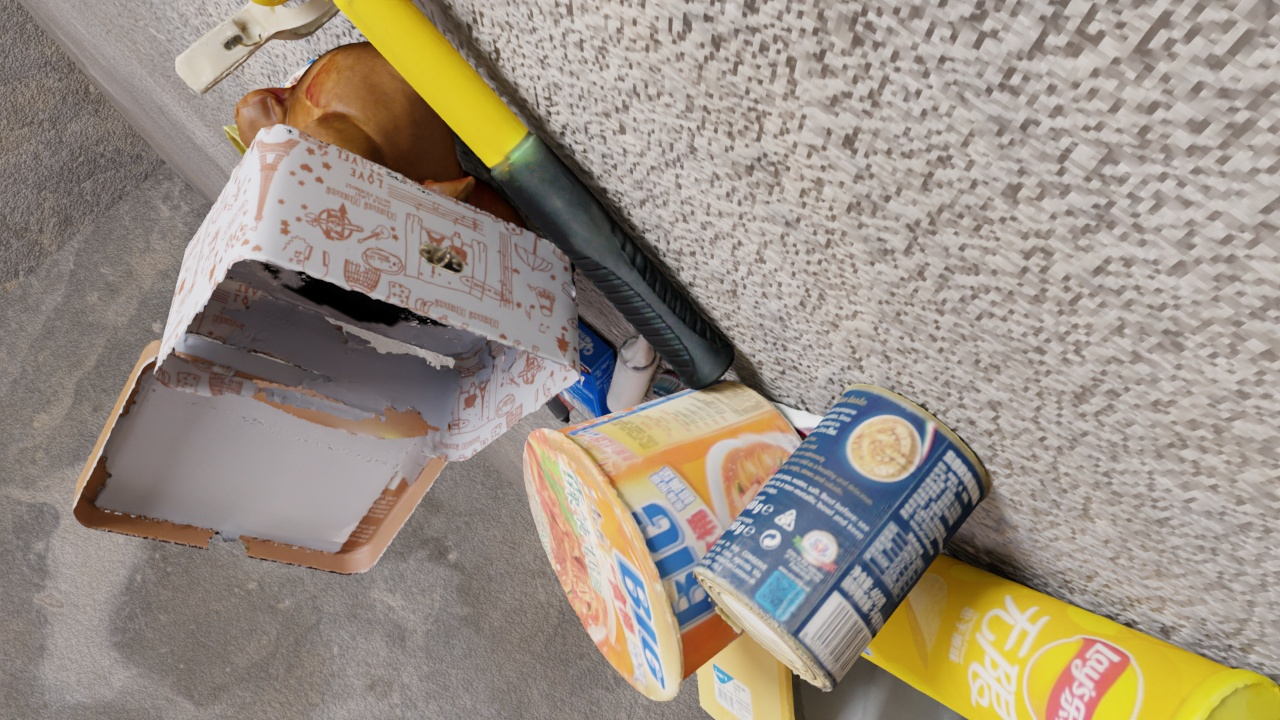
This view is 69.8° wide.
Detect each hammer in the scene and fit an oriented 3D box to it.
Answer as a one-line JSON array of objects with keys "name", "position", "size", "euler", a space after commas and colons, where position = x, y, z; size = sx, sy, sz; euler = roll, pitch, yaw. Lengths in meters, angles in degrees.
[{"name": "hammer", "position": [-0.059, -0.096, 0.426], "size": [0.300, 0.032, 0.129], "euler": [46, 155, -21]}]

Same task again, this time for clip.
[{"name": "clip", "position": [-0.187, -0.178, 0.472], "size": [0.035, 0.101, 0.096], "euler": [48, -168, -23]}]

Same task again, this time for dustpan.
[{"name": "dustpan", "position": [0.151, 0.293, 0.677], "size": [0.143, 0.257, 0.223], "euler": [-10, 129, 43]}]

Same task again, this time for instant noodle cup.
[{"name": "instant noodle cup", "position": [0.021, 0.085, 0.488], "size": [0.151, 0.111, 0.152], "euler": [45, 147, 40]}]

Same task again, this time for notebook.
[{"name": "notebook", "position": [0.062, 0.153, 0.617], "size": [0.146, 0.010, 0.206], "euler": [175, 91, -71]}]

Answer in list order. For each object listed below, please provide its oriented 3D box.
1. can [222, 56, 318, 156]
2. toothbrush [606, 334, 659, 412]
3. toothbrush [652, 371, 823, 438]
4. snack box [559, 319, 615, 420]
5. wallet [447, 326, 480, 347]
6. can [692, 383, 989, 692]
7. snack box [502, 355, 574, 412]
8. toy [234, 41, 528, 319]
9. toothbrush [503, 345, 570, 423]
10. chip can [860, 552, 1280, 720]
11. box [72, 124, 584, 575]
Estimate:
[{"name": "can", "position": [-0.216, -0.149, 0.624], "size": [0.102, 0.083, 0.057], "euler": [37, 165, 24]}, {"name": "toothbrush", "position": [-0.004, 0.003, 0.596], "size": [0.221, 0.026, 0.026], "euler": [108, 159, -75]}, {"name": "toothbrush", "position": [0.054, 0.027, 0.526], "size": [0.016, 0.017, 0.188], "euler": [49, 165, -24]}, {"name": "snack box", "position": [-0.055, 0.002, 0.730], "size": [0.084, 0.026, 0.157], "euler": [41, 165, 15]}, {"name": "wallet", "position": [-0.164, -0.080, 0.740], "size": [0.130, 0.036, 0.107], "euler": [33, 138, 35]}, {"name": "can", "position": [0.084, 0.075, 0.393], "size": [0.075, 0.111, 0.075], "euler": [40, 166, 12]}, {"name": "snack box", "position": [-0.111, -0.007, 0.857], "size": [0.075, 0.025, 0.153], "euler": [34, 163, 31]}, {"name": "toy", "position": [-0.132, -0.081, 0.537], "size": [0.140, 0.130, 0.199], "euler": [35, 173, 42]}, {"name": "toothbrush", "position": [-0.122, -0.026, 0.764], "size": [0.212, 0.026, 0.027], "euler": [48, 168, 23]}, {"name": "chip can", "position": [0.169, 0.136, 0.421], "size": [0.072, 0.072, 0.213], "euler": [49, 165, -22]}, {"name": "box", "position": [-0.174, 0.019, 0.499], "size": [0.178, 0.102, 0.262], "euler": [21, 139, -34]}]
